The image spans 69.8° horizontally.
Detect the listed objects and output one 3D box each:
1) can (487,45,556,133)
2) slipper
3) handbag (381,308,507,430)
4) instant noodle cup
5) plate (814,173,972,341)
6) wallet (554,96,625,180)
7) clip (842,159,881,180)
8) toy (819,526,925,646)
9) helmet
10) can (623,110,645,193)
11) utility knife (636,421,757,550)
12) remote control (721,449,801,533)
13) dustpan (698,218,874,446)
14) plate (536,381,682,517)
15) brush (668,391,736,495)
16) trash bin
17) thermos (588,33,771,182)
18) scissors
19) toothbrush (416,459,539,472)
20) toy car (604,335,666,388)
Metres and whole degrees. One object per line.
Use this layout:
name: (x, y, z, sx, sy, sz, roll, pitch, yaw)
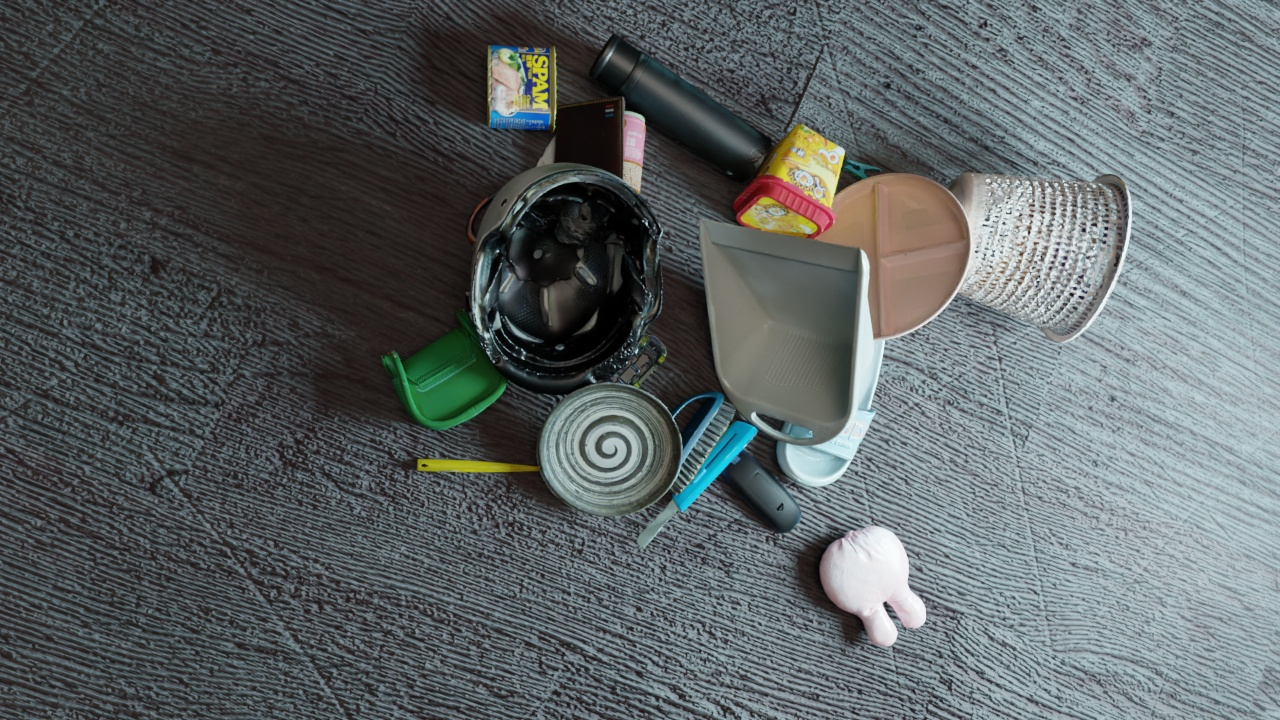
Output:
can: (-0.148, -0.338, 1.141, 0.083, 0.057, 0.102, 0, 87, -10)
slipper: (0.264, 0.052, 1.208, 0.104, 0.074, 0.245, 24, 82, -12)
handbag: (-0.231, 0.015, 1.103, 0.131, 0.068, 0.120, -34, 94, -12)
instant noodle cup: (0.199, -0.227, 1.191, 0.116, 0.116, 0.123, 28, 71, -10)
plate: (0.309, -0.130, 1.175, 0.028, 0.230, 0.229, 28, 79, -53)
wallet: (-0.064, -0.261, 1.139, 0.096, 0.020, 0.122, -1, 85, 25)
clip: (0.303, -0.259, 1.259, 0.055, 0.013, 0.038, 18, 83, -11)
toy: (0.309, 0.299, 1.218, 0.121, 0.054, 0.159, -29, 94, -5)
helmet: (-0.098, -0.112, 1.083, 0.229, 0.156, 0.275, -5, 125, -17)
can: (-0.027, -0.236, 1.162, 0.058, 0.058, 0.147, 6, 86, -12)
utility knife: (0.069, 0.161, 1.185, 0.034, 0.018, 0.216, 38, 80, 31)
remote control: (0.161, 0.172, 1.206, 0.136, 0.024, 0.053, 45, 79, -7)
dustpan: (0.170, -0.019, 1.109, 0.142, 0.223, 0.258, -58, 141, -19)
plate: (-0.039, 0.109, 1.127, 0.179, 0.024, 0.179, -1, 108, -2)
brush: (0.059, 0.097, 1.170, 0.073, 0.055, 0.143, 37, 81, -10)
trash bin: (0.494, -0.154, 1.209, 0.192, 0.227, 0.227, 14, 85, 1)
thermos: (0.052, -0.326, 1.175, 0.242, 0.089, 0.069, 32, 116, -15)
scissors: (-0.127, -0.210, 1.162, 0.202, 0.015, 0.204, -13, 90, -12)
toothbrush: (-0.180, 0.133, 1.135, 0.190, 0.017, 0.015, 4, 90, -12)
toy car: (-0.007, 0.007, 1.169, 0.042, 0.035, 0.090, 46, 79, -9)
